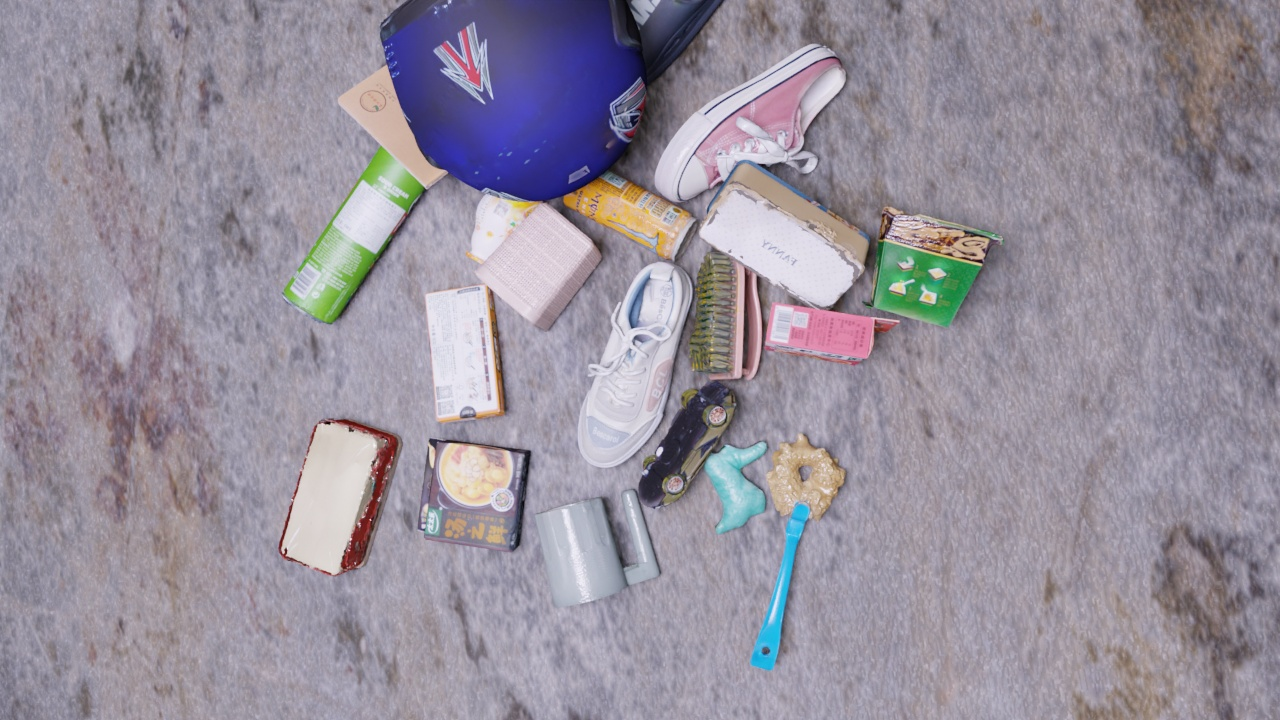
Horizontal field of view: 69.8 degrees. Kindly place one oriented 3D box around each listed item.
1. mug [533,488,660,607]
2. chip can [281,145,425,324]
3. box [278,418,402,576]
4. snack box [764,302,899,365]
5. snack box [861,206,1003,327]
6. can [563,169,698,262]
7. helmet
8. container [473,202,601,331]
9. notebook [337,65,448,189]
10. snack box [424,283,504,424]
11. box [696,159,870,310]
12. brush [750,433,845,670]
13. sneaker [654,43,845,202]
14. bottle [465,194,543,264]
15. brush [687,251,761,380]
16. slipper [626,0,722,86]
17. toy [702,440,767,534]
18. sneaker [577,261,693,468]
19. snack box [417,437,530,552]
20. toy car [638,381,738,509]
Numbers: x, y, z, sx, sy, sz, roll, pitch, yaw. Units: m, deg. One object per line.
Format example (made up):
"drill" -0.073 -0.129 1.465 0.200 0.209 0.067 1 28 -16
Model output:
"mug" -0.049 0.205 1.013 0.123 0.084 0.103 -14 84 -19
"chip can" -0.322 -0.155 1.062 0.072 0.072 0.236 36 93 8
"box" -0.345 0.155 1.050 0.091 0.080 0.168 17 91 9
"snack box" 0.196 -0.024 0.960 0.127 0.113 0.044 10 88 9
"snack box" 0.297 -0.095 0.958 0.117 0.118 0.106 16 102 9
"can" -0.012 -0.167 1.024 0.146 0.058 0.058 29 92 9
"helmet" -0.111 -0.294 0.931 0.248 0.314 0.240 -26 116 19
"container" -0.110 -0.106 1.023 0.090 0.090 0.111 40 90 8
"notebook" -0.214 -0.304 1.042 0.148 0.008 0.207 44 69 7
"snack box" -0.201 -0.008 1.051 0.075 0.026 0.153 -9 79 5
"box" 0.146 -0.132 0.966 0.184 0.059 0.090 34 134 -5
"brush" 0.159 0.205 0.987 0.083 0.046 0.254 14 84 3
"sneaker" 0.128 -0.241 0.986 0.241 0.118 0.088 -35 62 0
"bottle" -0.158 -0.158 1.043 0.063 0.063 0.108 30 92 8
"brush" 0.097 -0.052 1.007 0.073 0.063 0.145 5 86 -21
"slipper" 0.029 -0.418 1.017 0.110 0.083 0.268 44 93 9
"toy" 0.106 0.132 1.011 0.096 0.030 0.092 -29 86 0
"sneaker" -0.006 0.006 1.001 0.089 0.090 0.242 21 92 9
"snack box" -0.195 0.152 1.047 0.126 0.053 0.113 7 89 3
"toy car" 0.050 0.093 1.003 0.042 0.070 0.158 31 94 -27
